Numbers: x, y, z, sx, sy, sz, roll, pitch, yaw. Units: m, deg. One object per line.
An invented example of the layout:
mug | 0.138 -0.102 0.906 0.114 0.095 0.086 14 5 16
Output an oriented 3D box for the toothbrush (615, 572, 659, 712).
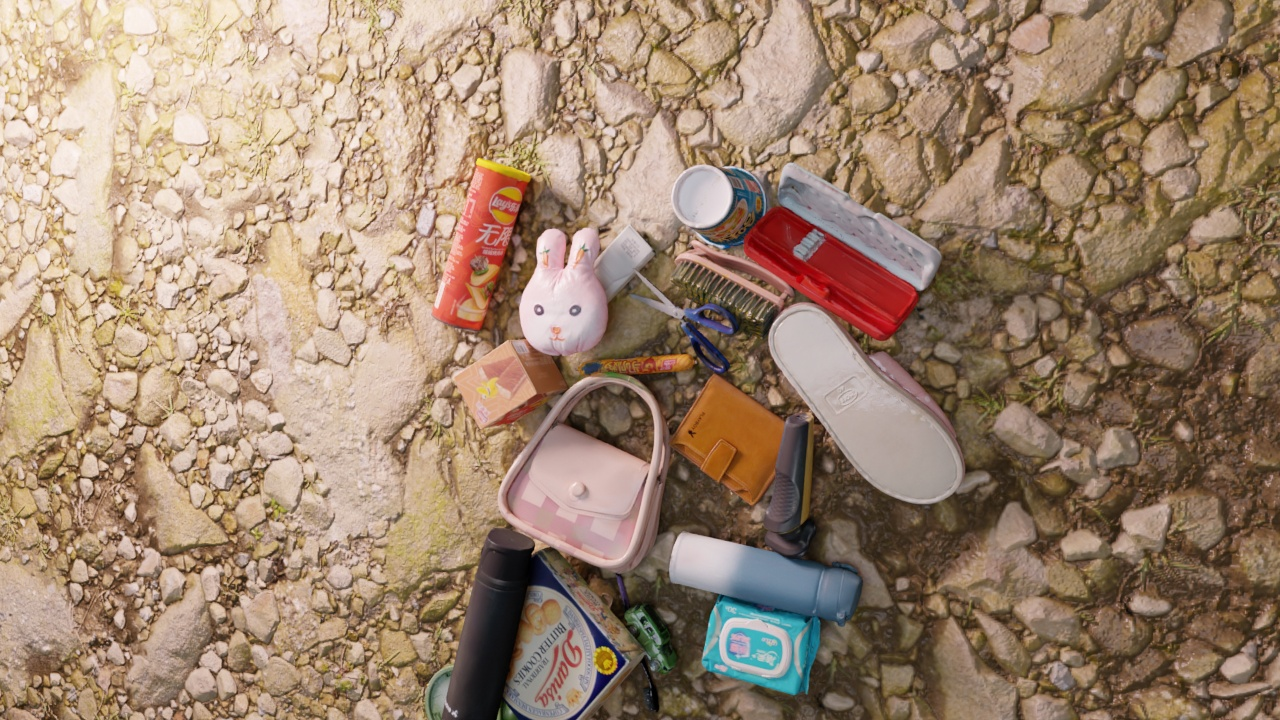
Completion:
toothbrush | -0.008 0.355 1.167 0.017 0.014 0.189 -18 86 33

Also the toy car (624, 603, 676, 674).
toy car | 0.015 0.346 1.141 0.036 0.043 0.091 -34 81 18

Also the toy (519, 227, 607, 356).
toy | -0.095 -0.085 1.132 0.121 0.054 0.159 0 89 24

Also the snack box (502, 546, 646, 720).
snack box | -0.112 0.358 1.139 0.182 0.045 0.178 44 110 21

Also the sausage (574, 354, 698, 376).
sausage | -0.007 0.007 1.143 0.165 0.021 0.021 -4 91 21

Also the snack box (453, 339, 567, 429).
snack box | -0.163 0.029 1.166 0.094 0.092 0.077 -32 82 19

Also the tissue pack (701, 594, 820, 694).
tissue pack | 0.145 0.334 1.087 0.134 0.050 0.093 8 95 20

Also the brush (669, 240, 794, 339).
brush | 0.105 -0.088 1.079 0.146 0.063 0.073 31 74 19

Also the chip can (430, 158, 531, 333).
chip can | -0.208 -0.148 1.186 0.073 0.073 0.217 23 100 18

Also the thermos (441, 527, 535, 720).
thermos | -0.187 0.326 1.123 0.090 0.068 0.242 28 106 60

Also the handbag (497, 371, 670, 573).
handbag | -0.053 0.128 1.143 0.193 0.093 0.234 22 94 17

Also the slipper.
slipper | 0.251 0.047 1.029 0.274 0.054 0.114 47 110 5

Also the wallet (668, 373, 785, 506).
wallet | 0.110 0.100 1.101 0.131 0.035 0.119 35 97 16

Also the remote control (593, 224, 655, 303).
remote control | -0.039 -0.110 1.149 0.125 0.024 0.049 -45 78 16

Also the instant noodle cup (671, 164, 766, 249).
instant noodle cup | 0.086 -0.181 1.051 0.099 0.109 0.099 1 92 20

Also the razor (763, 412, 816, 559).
razor | 0.178 0.142 1.053 0.062 0.067 0.167 22 111 58

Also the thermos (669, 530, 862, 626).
thermos | 0.146 0.254 1.077 0.221 0.070 0.070 9 96 19

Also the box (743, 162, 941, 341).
box | 0.216 -0.119 1.007 0.201 0.100 0.095 35 70 16

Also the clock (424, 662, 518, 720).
clock | -0.212 0.449 1.227 0.161 0.056 0.116 -31 83 19

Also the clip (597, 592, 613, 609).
clip | -0.062 0.353 1.186 0.035 0.087 0.104 21 72 20

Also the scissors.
scissors | 0.055 -0.053 1.095 0.162 0.012 0.163 57 148 -9
